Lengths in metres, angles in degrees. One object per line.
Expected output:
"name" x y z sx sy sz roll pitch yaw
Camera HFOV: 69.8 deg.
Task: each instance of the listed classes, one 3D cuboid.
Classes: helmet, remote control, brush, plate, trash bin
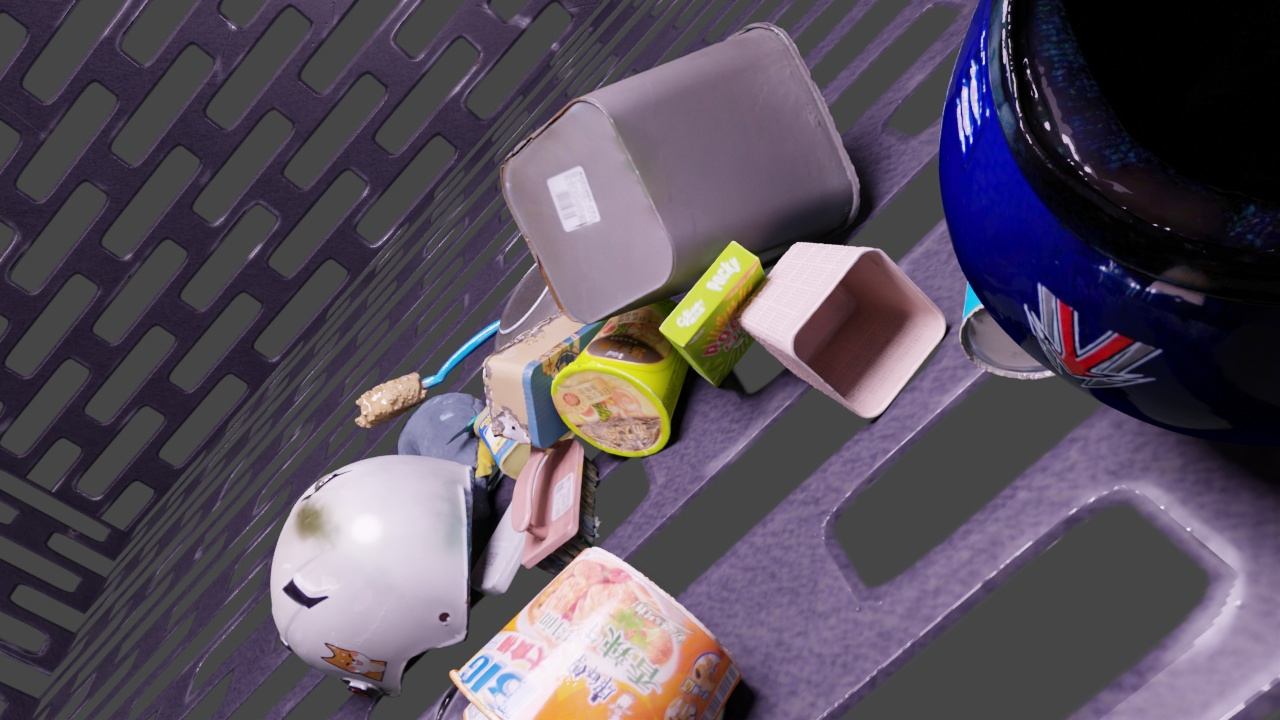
"helmet" -0.277 0.198 0.895 0.275 0.156 0.229 -36 43 38
"helmet" 0.266 -0.117 0.355 0.247 0.240 0.315 39 98 28
"remote control" -0.115 0.158 0.891 0.058 0.021 0.149 -12 44 54
"brush" -0.238 0.004 1.126 0.254 0.046 0.083 -35 -6 -9
"plate" -0.119 -0.074 1.046 0.180 0.024 0.179 -43 27 28
"brush" -0.077 0.118 0.824 0.063 0.073 0.145 -40 24 23
"trash bin" 0.026 -0.148 0.768 0.219 0.198 0.200 -27 2 -40

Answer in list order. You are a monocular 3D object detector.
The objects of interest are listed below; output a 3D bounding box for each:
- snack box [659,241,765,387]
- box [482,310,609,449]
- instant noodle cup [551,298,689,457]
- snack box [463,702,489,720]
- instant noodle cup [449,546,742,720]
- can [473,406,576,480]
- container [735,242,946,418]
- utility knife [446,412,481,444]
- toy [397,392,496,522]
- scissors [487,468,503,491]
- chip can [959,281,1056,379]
"snack box" 0.066 -0.032 0.728 0.086 0.026 0.156 -50 -18 -1
"box" -0.070 0.006 0.876 0.061 0.090 0.183 13 33 31
"instant noodle cup" -0.005 0.005 0.830 0.112 0.111 0.123 -25 27 43
"snack box" -0.075 0.243 0.695 0.154 0.026 0.075 -47 24 5
"instant noodle cup" -0.020 0.191 0.545 0.111 0.151 0.151 -49 23 -18
"can" -0.118 0.068 0.969 0.102 0.057 0.083 -49 38 4
"container" 0.135 -0.028 0.651 0.090 0.090 0.111 -51 21 -1
"utility knife" -0.159 0.053 1.040 0.181 0.013 0.029 -37 -11 -51
"toy" -0.234 0.105 1.102 0.357 0.091 0.137 2 75 62
"scissors" -0.136 0.089 1.039 0.137 0.017 0.073 -52 25 5
"chip can" 0.244 -0.090 0.569 0.071 0.071 0.209 -24 36 45
